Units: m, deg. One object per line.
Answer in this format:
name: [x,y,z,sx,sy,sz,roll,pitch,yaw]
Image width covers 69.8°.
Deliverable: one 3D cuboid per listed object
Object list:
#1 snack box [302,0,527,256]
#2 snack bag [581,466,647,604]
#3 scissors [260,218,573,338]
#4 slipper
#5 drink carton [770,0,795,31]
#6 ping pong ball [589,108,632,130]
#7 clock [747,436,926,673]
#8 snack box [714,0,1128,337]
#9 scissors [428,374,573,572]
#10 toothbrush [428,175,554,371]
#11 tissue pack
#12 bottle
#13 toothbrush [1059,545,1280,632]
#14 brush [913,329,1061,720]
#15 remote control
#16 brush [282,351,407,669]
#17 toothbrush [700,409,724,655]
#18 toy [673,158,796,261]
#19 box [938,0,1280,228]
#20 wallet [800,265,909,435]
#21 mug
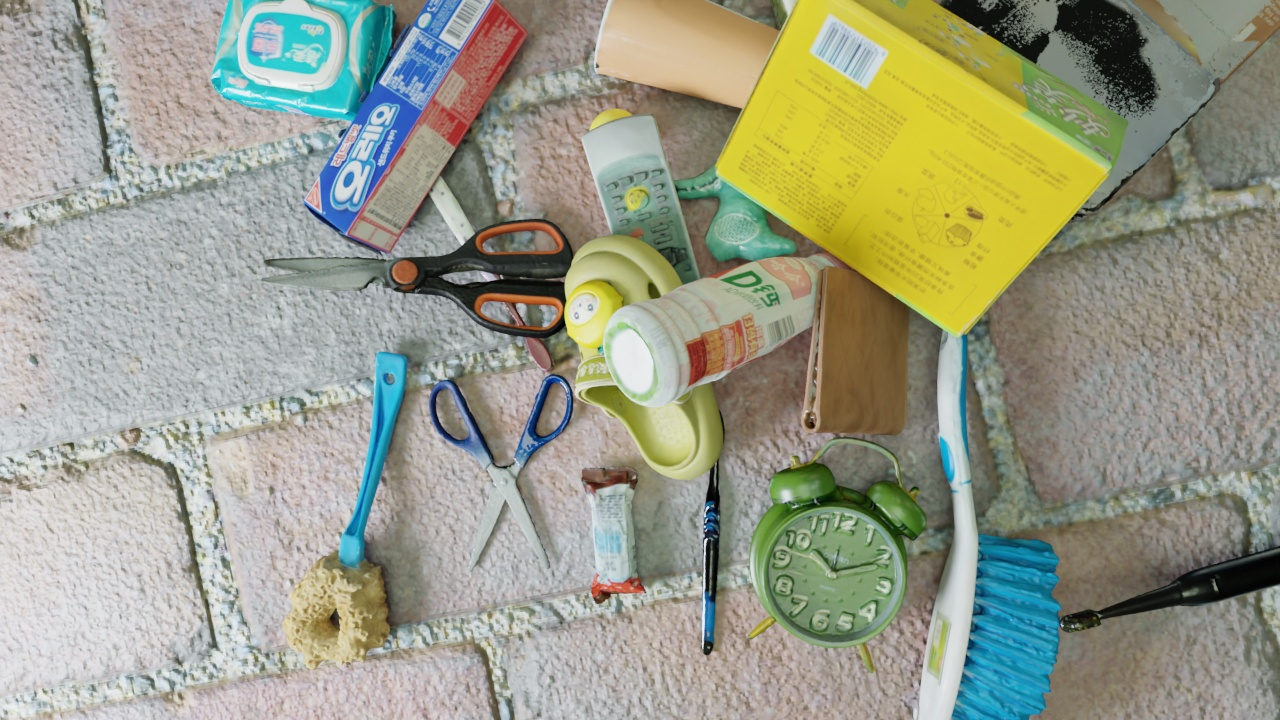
snack box: [-0.171,-0.183,0.694,0.057,0.058,0.207,35,94,22]
snack bag: [-0.021,0.133,0.700,0.045,0.026,0.105,-5,89,16]
scissors: [-0.161,-0.076,0.689,0.235,0.022,0.148,22,71,-3]
slipper: [-0.004,0.004,0.657,0.092,0.081,0.190,-18,97,39]
drink carton: [0.127,-0.253,0.670,0.053,0.045,0.122,-15,90,-2]
ping pong ball: [-0.019,-0.169,0.691,0.040,0.040,0.040,0,90,6]
clock: [0.142,0.135,0.666,0.116,0.056,0.161,14,92,5]
snack box: [0.173,-0.136,0.599,0.210,0.069,0.158,35,138,8]
scissors: [-0.106,0.080,0.718,0.162,0.012,0.174,41,96,4]
toothbrush: [-0.118,-0.071,0.717,0.016,0.017,0.187,-33,84,9]
tissue pack: [-0.257,-0.238,0.713,0.133,0.050,0.093,10,91,6]
bottle: [0.069,-0.032,0.626,0.196,0.068,0.068,-24,87,-33]
toothbrush: [0.387,0.155,0.628,0.212,0.027,0.026,-13,83,-7]
brush: [0.244,0.125,0.652,0.109,0.060,0.314,11,89,0]
remote control: [0.002,-0.111,0.677,0.056,0.019,0.135,-15,109,8]
brush: [-0.219,0.119,0.721,0.083,0.046,0.254,11,88,10]
toothbrush: [0.053,0.131,0.697,0.014,0.016,0.189,3,92,11]
toy: [0.067,-0.115,0.684,0.096,0.030,0.091,-2,71,14]
box: [0.325,-0.239,0.638,0.259,0.082,0.177,-44,86,1]
wallet: [0.156,-0.004,0.651,0.020,0.101,0.115,4,88,49]
mug: [0.036,-0.230,0.670,0.123,0.078,0.078,18,92,1]
